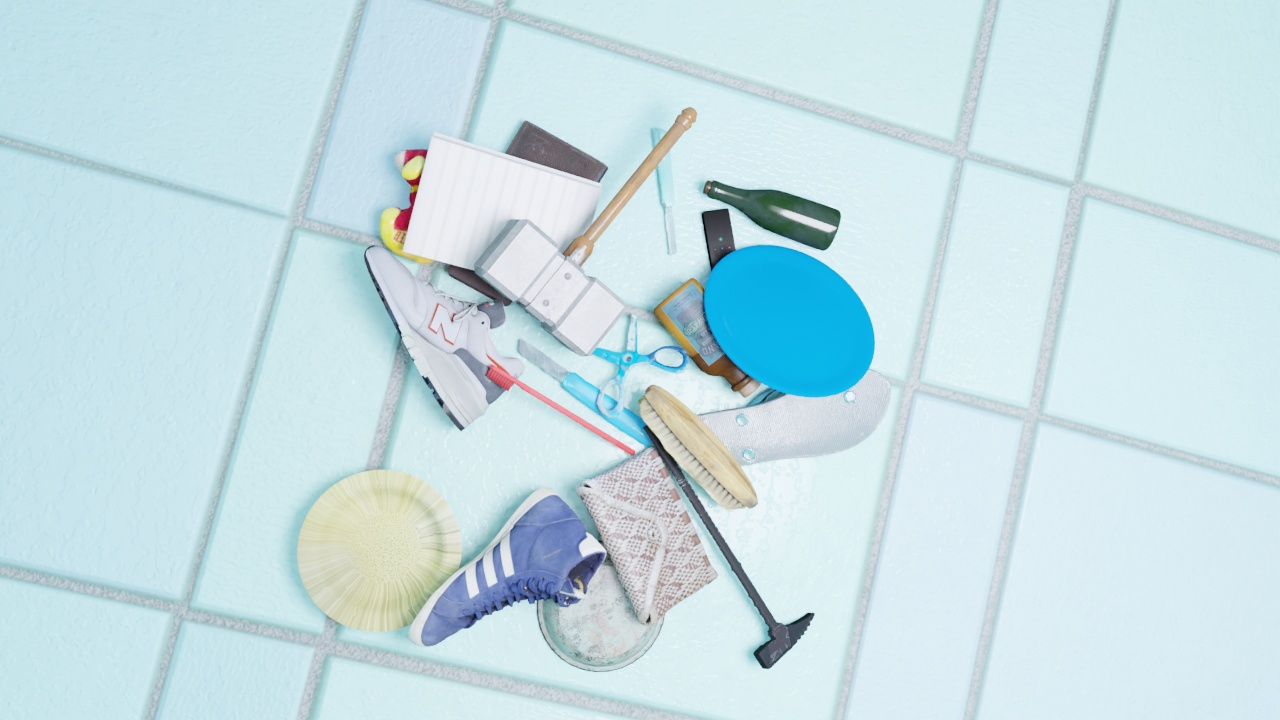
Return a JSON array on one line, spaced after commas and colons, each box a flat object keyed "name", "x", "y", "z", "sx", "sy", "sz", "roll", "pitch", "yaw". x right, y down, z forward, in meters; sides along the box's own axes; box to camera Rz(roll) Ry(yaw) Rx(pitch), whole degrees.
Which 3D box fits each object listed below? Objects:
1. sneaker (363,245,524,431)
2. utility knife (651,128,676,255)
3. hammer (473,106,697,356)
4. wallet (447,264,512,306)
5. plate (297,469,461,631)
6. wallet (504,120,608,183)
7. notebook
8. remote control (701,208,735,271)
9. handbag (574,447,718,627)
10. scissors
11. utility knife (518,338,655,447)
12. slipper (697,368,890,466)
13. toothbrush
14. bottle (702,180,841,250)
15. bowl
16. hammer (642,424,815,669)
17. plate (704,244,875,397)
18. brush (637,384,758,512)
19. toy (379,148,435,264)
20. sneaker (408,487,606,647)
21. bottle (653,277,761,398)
[{"name": "sneaker", "x": -0.223, "y": -0.046, "z": 1.092, "sx": 0.124, "sy": 0.089, "sz": 0.240, "roll": -28, "pitch": 98, "yaw": -13}, {"name": "utility knife", "x": 0.033, "y": -0.215, "z": 1.164, "sx": 0.022, "sy": 0.015, "sz": 0.166, "roll": -5, "pitch": 84, "yaw": -7}, {"name": "hammer", "x": -0.034, "y": -0.178, "z": 1.090, "sx": 0.162, "sy": 0.083, "sz": 0.317, "roll": 40, "pitch": 86, "yaw": -19}, {"name": "wallet", "x": -0.172, "y": -0.135, "z": 1.134, "sx": 0.091, "sy": 0.018, "sz": 0.115, "roll": 29, "pitch": 81, "yaw": -3}, {"name": "plate", "x": -0.303, "y": 0.221, "z": 1.079, "sx": 0.184, "sy": 0.036, "sz": 0.184, "roll": 1, "pitch": 86, "yaw": -7}, {"name": "wallet", "x": -0.115, "y": -0.230, "z": 1.142, "sx": 0.120, "sy": 0.031, "sz": 0.099, "roll": 30, "pitch": 79, "yaw": -3}, {"name": "notebook", "x": -0.163, "y": -0.172, "z": 1.100, "sx": 0.209, "sy": 0.009, "sz": 0.142, "roll": 14, "pitch": 97, "yaw": -18}, {"name": "remote control", "x": 0.107, "y": -0.118, "z": 1.167, "sx": 0.034, "sy": 0.013, "sz": 0.150, "roll": -9, "pitch": 87, "yaw": -8}, {"name": "handbag", "x": 0.011, "y": 0.206, "z": 1.091, "sx": 0.123, "sy": 0.047, "sz": 0.186, "roll": -24, "pitch": 88, "yaw": -39}, {"name": "scissors", "x": -0.006, "y": 0.007, "z": 1.125, "sx": 0.140, "sy": 0.011, "sz": 0.134, "roll": 3, "pitch": 73, "yaw": 12}, {"name": "utility knife", "x": -0.060, "y": 0.042, "z": 1.133, "sx": 0.221, "sy": 0.015, "sz": 0.031, "roll": 37, "pitch": 78, "yaw": -6}, {"name": "slipper", "x": 0.182, "y": 0.081, "z": 1.149, "sx": 0.269, "sy": 0.054, "sz": 0.098, "roll": -17, "pitch": 90, "yaw": 3}, {"name": "toothbrush", "x": -0.093, "y": 0.066, "z": 1.099, "sx": 0.212, "sy": 0.012, "sz": 0.018, "roll": 33, "pitch": 82, "yaw": -21}, {"name": "bottle", "x": 0.163, "y": -0.191, "z": 1.159, "sx": 0.174, "sy": 0.055, "sz": 0.055, "roll": 19, "pitch": 83, "yaw": -4}, {"name": "bowl", "x": -0.045, "y": 0.298, "z": 1.103, "sx": 0.157, "sy": 0.038, "sz": 0.157, "roll": 1, "pitch": 85, "yaw": -7}, {"name": "hammer", "x": 0.099, "y": 0.212, "z": 1.117, "sx": 0.094, "sy": 0.015, "sz": 0.325, "roll": -33, "pitch": 92, "yaw": -28}, {"name": "plate", "x": 0.181, "y": -0.047, "z": 1.128, "sx": 0.224, "sy": 0.024, "sz": 0.223, "roll": 9, "pitch": 56, "yaw": -13}, {"name": "brush", "x": 0.069, "y": 0.108, "z": 1.102, "sx": 0.043, "sy": 0.059, "sz": 0.195, "roll": -40, "pitch": 99, "yaw": 21}, {"name": "toy", "x": -0.259, "y": -0.185, "z": 1.106, "sx": 0.105, "sy": 0.067, "sz": 0.137, "roll": 5, "pitch": 92, "yaw": -6}, {"name": "sneaker", "x": -0.140, "y": 0.269, "z": 1.048, "sx": 0.118, "sy": 0.091, "sz": 0.232, "roll": 35, "pitch": 71, "yaw": 27}, {"name": "bottle", "x": 0.089, "y": -0.022, "z": 1.130, "sx": 0.067, "sy": 0.068, "sz": 0.157, "roll": -40, "pitch": 91, "yaw": -8}]
